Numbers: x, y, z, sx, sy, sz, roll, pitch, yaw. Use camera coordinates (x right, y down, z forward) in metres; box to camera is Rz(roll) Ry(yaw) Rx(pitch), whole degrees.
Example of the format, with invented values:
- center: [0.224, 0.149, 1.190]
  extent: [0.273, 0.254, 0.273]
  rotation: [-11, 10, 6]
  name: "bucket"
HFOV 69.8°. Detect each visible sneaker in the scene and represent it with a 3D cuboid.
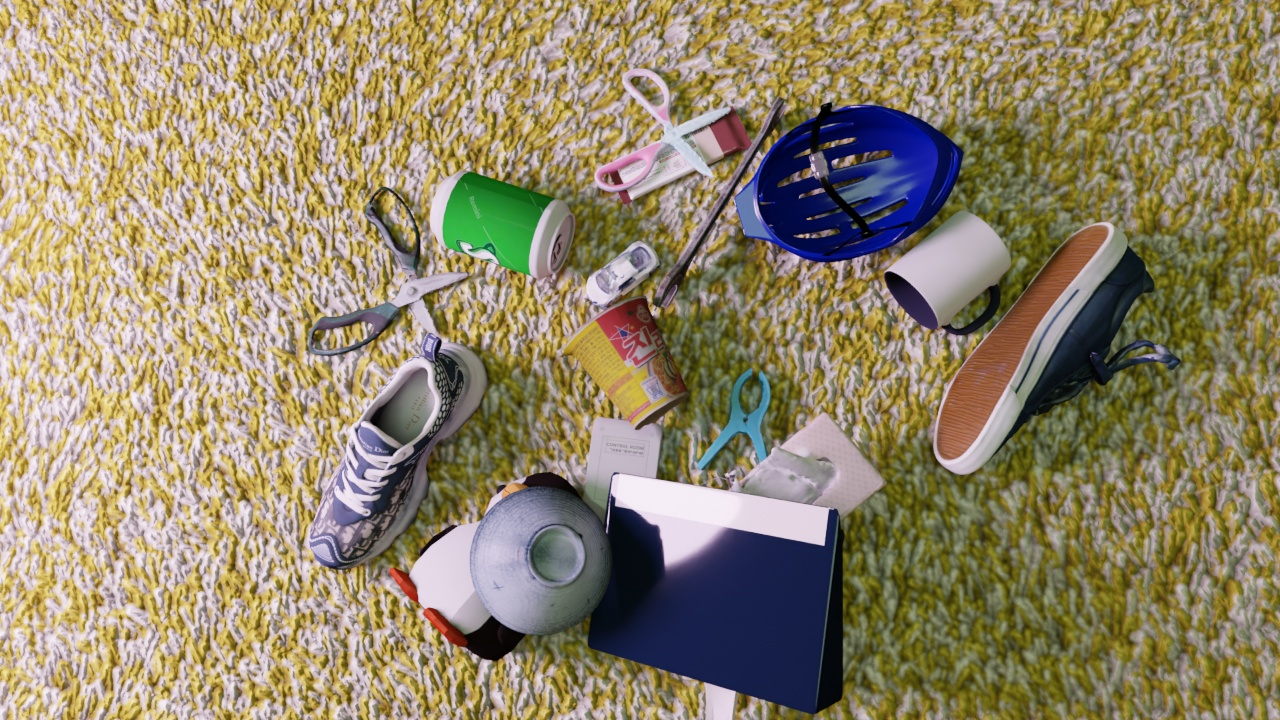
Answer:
- center: [-0.264, 0.092, 0.937]
  extent: [0.103, 0.132, 0.269]
  rotation: [32, 85, 9]
  name: "sneaker"
- center: [0.413, 0.011, 0.908]
  extent: [0.127, 0.121, 0.294]
  rotation: [41, 83, -11]
  name: "sneaker"

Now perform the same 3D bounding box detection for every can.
- center: [-0.148, -0.147, 0.991]
  extent: [0.140, 0.088, 0.087]
  rotation: [19, 82, 9]
  name: "can"

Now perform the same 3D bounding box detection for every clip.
- center: [0.102, 0.065, 0.959]
  extent: [0.097, 0.026, 0.116]
  rotation: [11, 81, 5]
  name: "clip"

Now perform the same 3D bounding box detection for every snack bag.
- center: [0.043, -0.228, 1.023]
  extent: [0.158, 0.013, 0.057]
  rotation: [-25, 72, 1]
  name: "snack bag"

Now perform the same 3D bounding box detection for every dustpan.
- center: [0.072, 0.257, 0.858]
  extent: [0.237, 0.080, 0.273]
  rotation: [5, 85, 33]
  name: "dustpan"

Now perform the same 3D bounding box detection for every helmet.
- center: [0.213, -0.180, 0.888]
  extent: [0.241, 0.227, 0.147]
  rotation: [-17, 88, 3]
  name: "helmet"

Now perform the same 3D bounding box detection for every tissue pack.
- center: [0.134, 0.135, 0.879]
  extent: [0.181, 0.071, 0.104]
  rotation: [-39, 79, 2]
  name: "tissue pack"

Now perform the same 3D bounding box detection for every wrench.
- center: [0.087, -0.169, 0.982]
  extent: [0.010, 0.070, 0.273]
  rotation: [30, 82, 9]
  name: "wrench"

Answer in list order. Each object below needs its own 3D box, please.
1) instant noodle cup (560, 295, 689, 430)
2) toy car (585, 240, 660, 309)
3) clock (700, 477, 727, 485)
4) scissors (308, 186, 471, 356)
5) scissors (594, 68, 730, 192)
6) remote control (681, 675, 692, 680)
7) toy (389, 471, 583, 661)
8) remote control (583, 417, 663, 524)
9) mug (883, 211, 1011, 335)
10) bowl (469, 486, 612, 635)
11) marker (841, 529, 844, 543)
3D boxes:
- center: [-0.005, 0.005, 0.942]
  extent: [0.100, 0.100, 0.112]
  rotation: [-34, 78, -1]
  name: "instant noodle cup"
- center: [-0.021, -0.094, 0.999]
  extent: [0.090, 0.027, 0.038]
  rotation: [-38, 80, -2]
  name: "toy car"
- center: [0.092, 0.177, 0.929]
  extent: [0.094, 0.042, 0.119]
  rotation: [-20, 79, 1]
  name: "clock"
- center: [-0.294, -0.098, 1.035]
  extent: [0.202, 0.015, 0.205]
  rotation: [-18, 77, 3]
  name: "scissors"
- center: [0.016, -0.256, 1.021]
  extent: [0.170, 0.013, 0.176]
  rotation: [-26, 69, 1]
  name: "scissors"
- center: [0.042, 0.259, 0.932]
  extent: [0.038, 0.018, 0.125]
  rotation: [-19, 79, 2]
  name: "remote control"
- center: [-0.127, 0.199, 0.922]
  extent: [0.183, 0.140, 0.159]
  rotation: [-48, 46, -13]
  name: "toy"
- center: [-0.021, 0.137, 0.960]
  extent: [0.074, 0.019, 0.151]
  rotation: [6, 79, 7]
  name: "remote control"
- center: [0.322, -0.079, 0.941]
  extent: [0.097, 0.078, 0.112]
  rotation: [-39, 106, -2]
  name: "mug"
- center: [-0.083, 0.180, 0.835]
  extent: [0.137, 0.057, 0.137]
  rotation: [5, 74, -19]
  name: "bowl"
- center: [0.185, 0.244, 0.923]
  extent: [0.011, 0.011, 0.152]
  rotation: [13, 82, 8]
  name: "marker"
